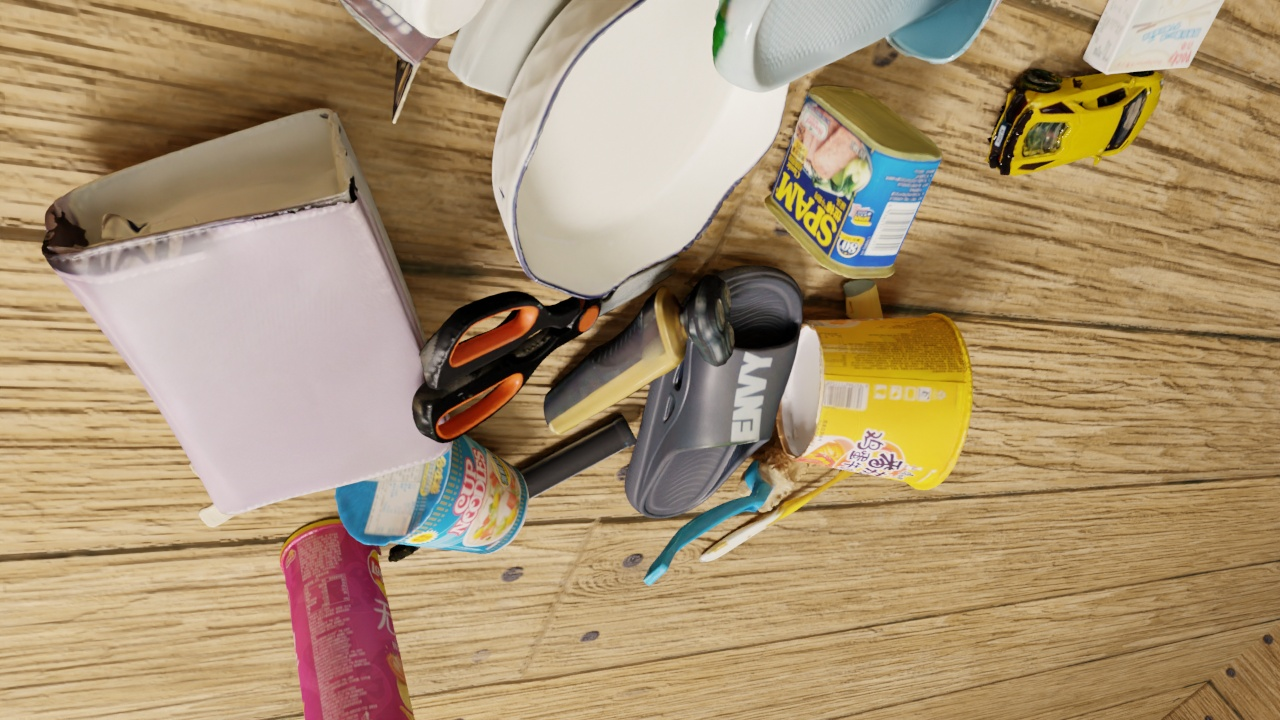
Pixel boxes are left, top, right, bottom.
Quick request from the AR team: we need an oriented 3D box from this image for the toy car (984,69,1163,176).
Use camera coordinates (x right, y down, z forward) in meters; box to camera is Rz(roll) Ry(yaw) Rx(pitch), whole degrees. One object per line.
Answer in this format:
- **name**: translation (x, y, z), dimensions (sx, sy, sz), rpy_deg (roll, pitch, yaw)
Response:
- **toy car**: translation (0.318, -0.175, 0.663), dimensions (0.155, 0.041, 0.071), rpy_deg (-13, 136, -19)

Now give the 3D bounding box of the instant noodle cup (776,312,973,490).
- **instant noodle cup**: translation (0.172, 0.028, 0.709), dimensions (0.109, 0.137, 0.138), rpy_deg (5, 131, -8)

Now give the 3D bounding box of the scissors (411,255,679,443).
- **scissors**: translation (-0.051, -0.015, 0.565), dimensions (0.234, 0.022, 0.142), rpy_deg (-9, 131, -61)

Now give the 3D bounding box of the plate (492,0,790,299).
- **plate**: translation (0.003, -0.125, 0.485), dimensions (0.204, 0.045, 0.205), rpy_deg (-38, 157, -19)

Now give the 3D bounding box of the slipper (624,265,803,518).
- **slipper**: translation (0.065, 0.047, 0.711), dimensions (0.110, 0.083, 0.269), rpy_deg (-5, 134, -28)

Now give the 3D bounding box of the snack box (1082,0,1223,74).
- **snack box**: translation (0.363, -0.270, 0.604), dimensions (0.084, 0.027, 0.157), rpy_deg (-10, 135, -21)

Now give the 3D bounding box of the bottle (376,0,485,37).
- **bottle**: translation (-0.128, -0.180, 0.299), dimensions (0.044, 0.195, 0.079), rpy_deg (-50, 174, 20)

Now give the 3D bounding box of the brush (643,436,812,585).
- **brush**: translation (0.075, 0.113, 0.731), dimensions (0.083, 0.046, 0.253), rpy_deg (-48, 166, 34)

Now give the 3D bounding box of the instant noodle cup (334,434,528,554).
- **instant noodle cup**: translation (-0.137, 0.090, 0.640), dimensions (0.099, 0.099, 0.110), rpy_deg (-40, 145, 11)

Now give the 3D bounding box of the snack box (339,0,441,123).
- **snack box**: translation (-0.080, -0.175, 0.381), dimensions (0.126, 0.113, 0.053), rpy_deg (-42, 121, 12)

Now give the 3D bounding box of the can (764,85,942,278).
- **can**: translation (0.131, -0.114, 0.575), dimensions (0.057, 0.102, 0.083), rpy_deg (-4, 130, -26)

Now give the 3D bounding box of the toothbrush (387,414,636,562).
- **toothbrush**: translation (-0.102, 0.103, 0.713), dimensions (0.212, 0.027, 0.026), rpy_deg (-28, 101, -1)

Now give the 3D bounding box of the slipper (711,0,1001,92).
- **slipper**: translation (0.138, -0.193, 0.448), dimensions (0.244, 0.074, 0.104), rpy_deg (-32, 154, -25)

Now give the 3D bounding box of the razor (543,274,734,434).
- **razor**: translation (-0.004, 0.004, 0.634), dimensions (0.168, 0.062, 0.067), rpy_deg (-35, 105, 28)

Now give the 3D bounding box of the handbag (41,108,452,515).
- **handbag**: translation (-0.195, -0.018, 0.490), dimensions (0.144, 0.098, 0.197), rpy_deg (-21, 139, -12)

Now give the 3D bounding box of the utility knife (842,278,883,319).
- **utility knife**: translation (0.200, 0.001, 0.787), dimensions (0.031, 0.022, 0.211), rpy_deg (-24, 132, 1)

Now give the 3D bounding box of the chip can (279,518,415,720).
- **chip can**: translation (-0.198, 0.212, 0.628), dimensions (0.071, 0.210, 0.071), rpy_deg (-15, 137, -15)

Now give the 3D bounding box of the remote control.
- **remote control**: translation (-0.032, -0.153, 0.464), dimensions (0.058, 0.021, 0.149), rpy_deg (-54, 157, 21)

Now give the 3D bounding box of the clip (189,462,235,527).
- **clip**: translation (-0.237, 0.065, 0.590), dimensions (0.100, 0.071, 0.035), rpy_deg (-23, 138, -12)

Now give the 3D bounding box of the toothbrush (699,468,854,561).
- **toothbrush**: translation (0.137, 0.144, 0.898), dimensions (0.191, 0.018, 0.016), rpy_deg (-33, 136, 8)
